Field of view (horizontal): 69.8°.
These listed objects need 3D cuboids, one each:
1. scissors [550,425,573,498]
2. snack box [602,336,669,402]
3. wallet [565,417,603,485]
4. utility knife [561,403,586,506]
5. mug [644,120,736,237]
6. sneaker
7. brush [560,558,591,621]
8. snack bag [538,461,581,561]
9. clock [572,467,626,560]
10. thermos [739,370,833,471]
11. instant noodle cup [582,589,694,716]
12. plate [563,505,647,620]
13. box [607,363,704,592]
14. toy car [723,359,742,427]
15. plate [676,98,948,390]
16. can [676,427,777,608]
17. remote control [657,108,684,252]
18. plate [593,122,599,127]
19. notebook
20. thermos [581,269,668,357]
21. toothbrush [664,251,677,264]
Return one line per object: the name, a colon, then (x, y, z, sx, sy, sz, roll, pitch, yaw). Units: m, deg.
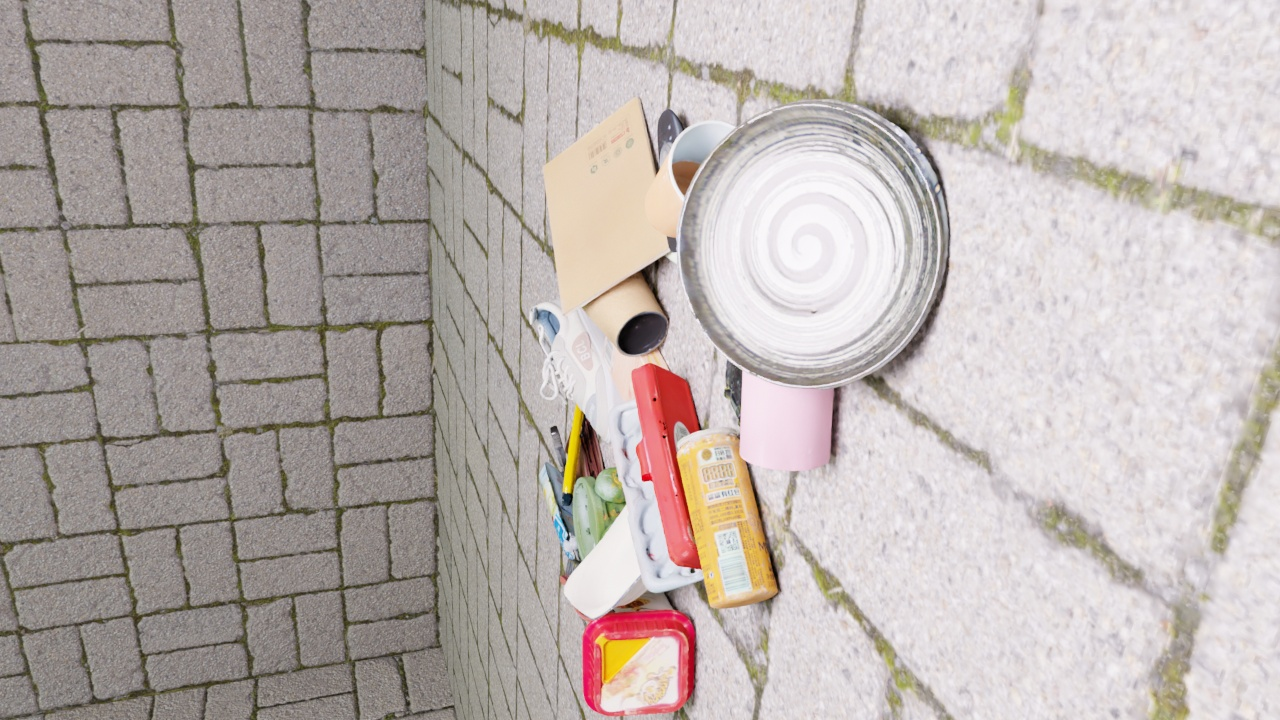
scissors: (-0.099, 0.174, 1.289, 0.159, 0.014, 0.181, -130, 24, -80)
snack box: (-0.006, 0.006, 1.032, 0.157, 0.026, 0.085, -118, 30, -49)
wallet: (-0.079, 0.146, 1.272, 0.101, 0.032, 0.124, 105, 154, -51)
utility knife: (-0.082, 0.084, 1.213, 0.033, 0.015, 0.223, 81, -166, -70)
mug: (0.047, -0.147, 0.782, 0.123, 0.078, 0.078, 159, 106, -76)
sneaker: (-0.083, 0.005, 1.160, 0.090, 0.090, 0.242, 102, 154, -43)
brush: (-0.056, 0.307, 1.191, 0.146, 0.063, 0.069, -174, 92, -69)
snack bag: (-0.107, 0.241, 1.339, 0.191, 0.039, 0.110, -117, 16, -52)
clock: (-0.038, 0.194, 1.123, 0.162, 0.056, 0.116, 130, 132, -64)
thermos: (0.095, -0.027, 0.644, 0.067, 0.087, 0.199, -38, -51, -67)
instant noodle cup: (-0.007, 0.303, 0.989, 0.124, 0.116, 0.116, -119, 28, -74)
plate: (-0.006, 0.201, 0.961, 0.164, 0.034, 0.164, -52, 13, -13)
box: (0.014, 0.115, 0.879, 0.101, 0.095, 0.201, -31, 56, 28)
toy car: (0.090, 0.019, 0.749, 0.105, 0.032, 0.048, -111, 22, -68)
plate: (0.105, -0.072, 0.577, 0.180, 0.024, 0.179, 6, 100, 33)
can: (0.072, 0.134, 0.784, 0.058, 0.058, 0.146, 123, 139, -61)
remote control: (0.036, -0.171, 0.875, 0.053, 0.024, 0.136, 160, 106, -72)
plate: (-0.071, -0.200, 1.166, 0.164, 0.034, 0.164, 132, 130, -65)
notebook: (-0.042, -0.166, 0.977, 0.148, 0.008, 0.207, -30, 56, 30)
thermos: (-0.028, -0.072, 0.996, 0.143, 0.093, 0.093, 56, 146, 42)
toothbrush: (0.037, -0.102, 0.897, 0.020, 0.029, 0.189, 49, 180, -27)
